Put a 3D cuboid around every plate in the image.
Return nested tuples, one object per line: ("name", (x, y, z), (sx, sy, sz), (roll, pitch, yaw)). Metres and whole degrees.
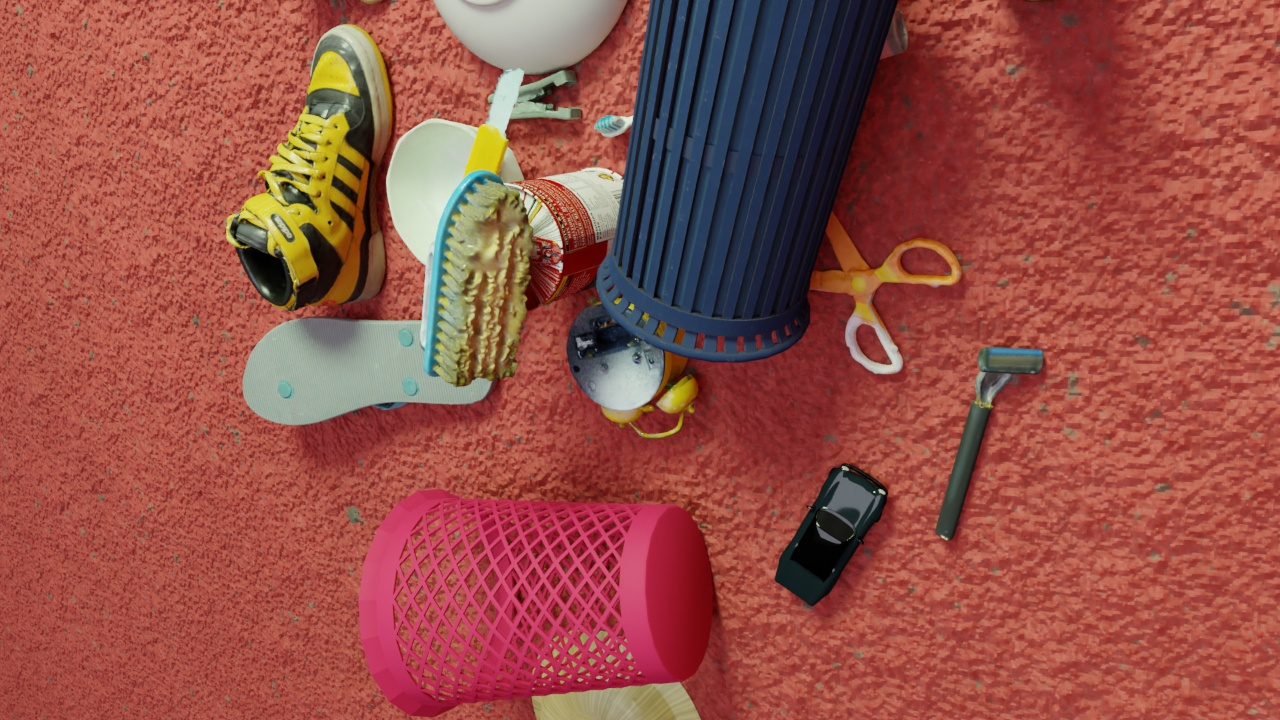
("plate", (-0.032, 0.332, 0.815), (0.185, 0.036, 0.184), (10, 110, 28))

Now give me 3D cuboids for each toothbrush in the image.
("toothbrush", (0.063, -0.181, 0.603), (0.223, 0.026, 0.027), (-9, 77, 32))

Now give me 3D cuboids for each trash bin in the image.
("trash bin", (0.059, -0.138, 0.518), (0.139, 0.138, 0.250), (28, 131, 21))

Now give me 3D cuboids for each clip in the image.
("clip", (-0.079, -0.187, 0.689), (0.078, 0.023, 0.050), (-17, 95, 31))

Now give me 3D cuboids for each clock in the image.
("clock", (-0.004, 0.004, 0.683), (0.083, 0.057, 0.119), (-14, 97, 32))

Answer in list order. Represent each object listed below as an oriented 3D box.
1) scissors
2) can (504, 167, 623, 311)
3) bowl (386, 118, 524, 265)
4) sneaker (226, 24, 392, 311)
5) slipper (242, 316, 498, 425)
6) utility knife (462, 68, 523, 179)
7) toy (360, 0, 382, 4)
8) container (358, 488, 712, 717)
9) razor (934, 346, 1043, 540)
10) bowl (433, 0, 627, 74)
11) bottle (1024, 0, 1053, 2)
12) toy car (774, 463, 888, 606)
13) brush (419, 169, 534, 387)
("scissors", (0.147, -0.045, 0.605), (0.125, 0.011, 0.128), (6, 108, 34))
("can", (-0.058, -0.087, 0.651), (0.087, 0.116, 0.087), (10, 110, 28))
("bowl", (-0.134, -0.129, 0.716), (0.118, 0.061, 0.117), (9, 109, 28))
("sneaker", (-0.275, -0.152, 0.756), (0.086, 0.121, 0.239), (16, 114, 24))
("slipper", (-0.245, 0.000, 0.836), (0.269, 0.054, 0.098), (-6, 100, 21))
("utility knife", (-0.118, -0.120, 0.661), (0.030, 0.017, 0.191), (31, 122, 13))
("toy", (-0.273, -0.336, 0.712), (0.134, 0.108, 0.106), (24, 99, 22))
("container", (-0.071, 0.185, 0.721), (0.226, 0.182, 0.183), (-9, 101, 25))
("razor", (0.215, 0.054, 0.593), (0.042, 0.022, 0.144), (4, 117, -12))
("bowl", (-0.092, -0.291, 0.636), (0.177, 0.066, 0.177), (10, 110, 28))
("bottle", (0.186, -0.208, 0.439), (0.060, 0.165, 0.060), (9, 109, 28))
("toy car", (0.134, 0.126, 0.653), (0.046, 0.034, 0.112), (33, 119, 18))
("brush", (-0.110, -0.056, 0.590), (0.075, 0.055, 0.136), (34, 122, 43))
